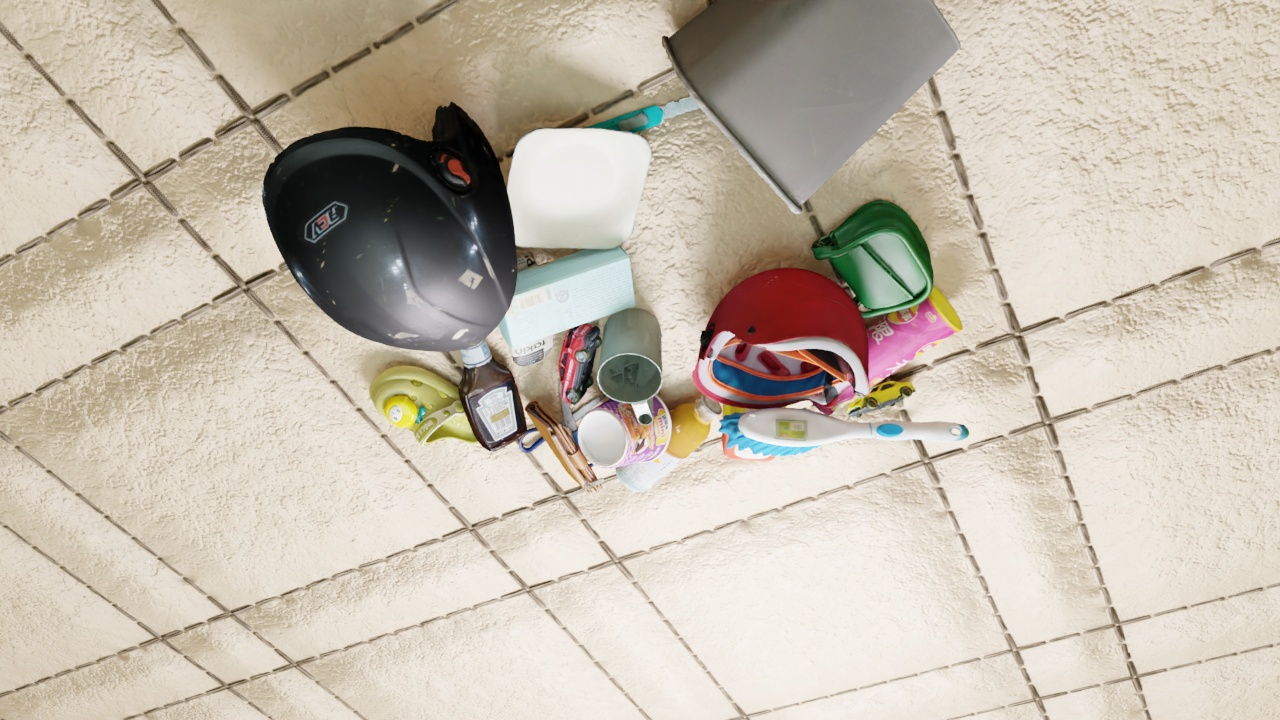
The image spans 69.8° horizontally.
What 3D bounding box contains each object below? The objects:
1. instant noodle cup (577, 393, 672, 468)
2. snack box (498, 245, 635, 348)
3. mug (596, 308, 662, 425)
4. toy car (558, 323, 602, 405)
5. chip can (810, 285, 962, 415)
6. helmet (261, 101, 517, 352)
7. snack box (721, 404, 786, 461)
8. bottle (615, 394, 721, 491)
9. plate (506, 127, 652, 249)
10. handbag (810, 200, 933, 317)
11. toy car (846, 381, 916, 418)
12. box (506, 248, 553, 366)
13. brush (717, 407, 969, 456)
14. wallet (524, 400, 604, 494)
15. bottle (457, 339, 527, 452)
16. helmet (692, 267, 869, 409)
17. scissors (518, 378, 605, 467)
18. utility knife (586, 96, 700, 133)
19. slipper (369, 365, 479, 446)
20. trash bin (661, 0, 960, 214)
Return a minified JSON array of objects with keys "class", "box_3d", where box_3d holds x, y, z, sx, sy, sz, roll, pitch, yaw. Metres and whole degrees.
[{"class":"instant noodle cup","box_3d":[-0.026,0.097,1.260,0.112,0.099,0.111,6,101,29]},{"class":"snack box","box_3d":[-0.095,-0.083,1.137,0.174,0.051,0.074,-20,131,-16]},{"class":"mug","box_3d":[-0.007,0.007,1.214,0.084,0.103,0.124,-11,128,11]},{"class":"toy car","box_3d":[-0.086,0.004,1.248,0.045,0.052,0.121,22,123,15]},{"class":"chip can","box_3d":[0.313,-0.010,1.206,0.071,0.071,0.211,38,121,-24]},{"class":"helmet","box_3d":[-0.251,-0.128,0.960,0.234,0.230,0.274,-27,161,21]},{"class":"snack box","box_3d":[0.158,0.100,1.298,0.091,0.081,0.080,4,138,-2]},{"class":"bottle","box_3d":[0.041,0.117,1.321,0.068,0.067,0.190,33,123,-22]},{"class":"plate","box_3d":[-0.077,-0.205,1.072,0.163,0.034,0.165,-1,134,-20]},{"class":"handbag","box_3d":[0.289,-0.123,1.128,0.120,0.067,0.131,-24,125,29]},{"class":"toy car","box_3d":[0.327,0.051,1.257,0.105,0.032,0.048,-17,165,-23]},{"class":"box","box_3d":[-0.155,-0.075,1.199,0.075,0.081,0.164,-23,128,-17]},{"class":"brush","box_3d":[0.268,0.095,1.214,0.314,0.060,0.110,4,166,-14]},{"class":"wallet","box_3d":[-0.107,0.127,1.297,0.035,0.119,0.131,-39,120,-16]},{"class":"bottle","box_3d":[-0.214,0.030,1.263,0.079,0.044,0.195,-29,122,-27]},{"class":"helmet","box_3d":[0.176,-0.031,1.152,0.206,0.143,0.241,20,157,-23]},{"class":"scissors","box_3d":[-0.109,0.100,1.351,0.162,0.012,0.176,-17,124,14]},{"class":"utility knife","box_3d":[-0.012,-0.272,1.050,0.222,0.013,0.029,-15,126,13]},{"class":"slipper","box_3d":[-0.291,0.077,1.298,0.190,0.081,0.092,25,123,-20]},{"class":"trash bin","box_3d":[0.167,-0.305,0.911,0.220,0.198,0.199,-39,120,17]}]
